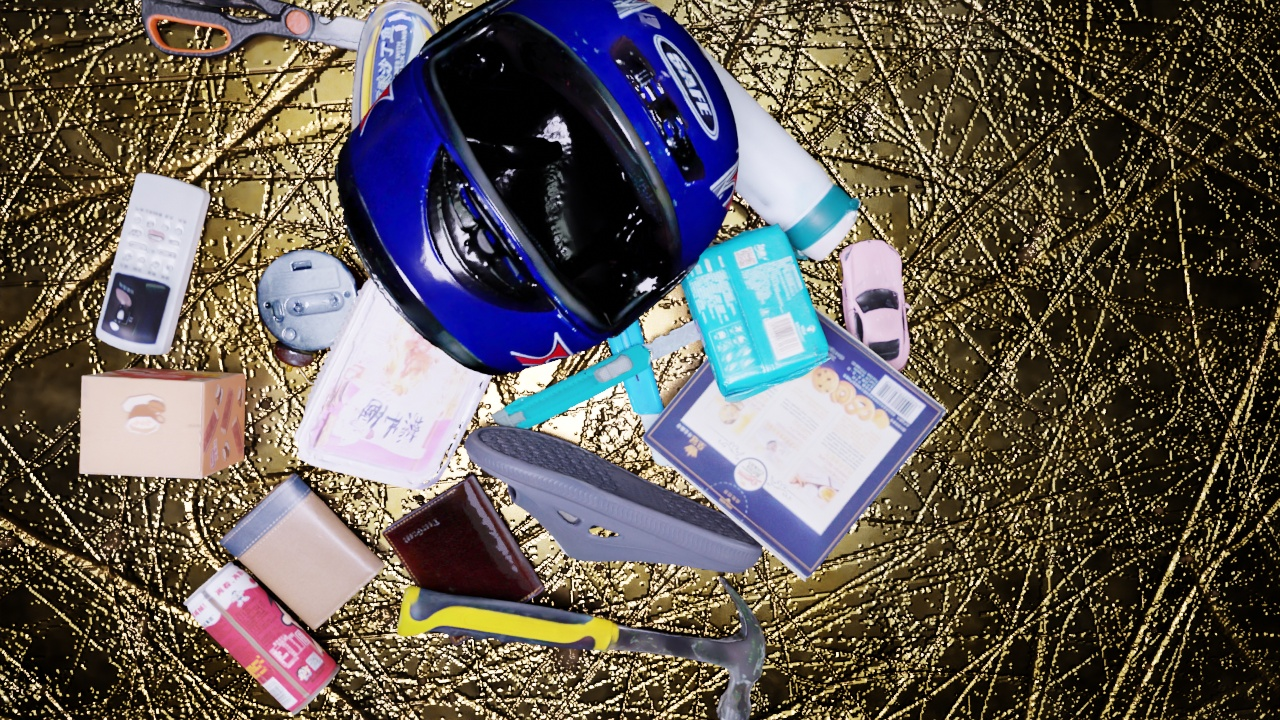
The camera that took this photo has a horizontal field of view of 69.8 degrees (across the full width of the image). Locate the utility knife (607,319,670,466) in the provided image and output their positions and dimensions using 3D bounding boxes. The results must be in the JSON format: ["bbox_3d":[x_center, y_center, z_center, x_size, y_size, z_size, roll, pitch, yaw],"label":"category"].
[{"bbox_3d":[-0.005,0.005,0.807,0.034,0.018,0.194,-19,97,-3],"label":"utility knife"}]

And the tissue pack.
[{"bbox_3d":[0.090,-0.041,0.746,0.093,0.050,0.133,-18,79,2],"label":"tissue pack"}]

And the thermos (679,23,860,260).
[{"bbox_3d":[0.090,-0.177,0.777,0.224,0.073,0.073,44,90,-6],"label":"thermos"}]

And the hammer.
[{"bbox_3d":[-0.044,0.234,0.799,0.323,0.032,0.126,12,91,-11],"label":"hammer"}]

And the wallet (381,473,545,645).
[{"bbox_3d":[-0.156,0.176,0.810,0.096,0.020,0.122,-32,93,-1],"label":"wallet"}]

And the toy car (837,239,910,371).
[{"bbox_3d":[0.207,-0.046,0.808,0.056,0.037,0.122,-8,94,-5],"label":"toy car"}]

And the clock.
[{"bbox_3d":[-0.269,-0.038,0.767,0.082,0.055,0.122,-8,96,-4],"label":"clock"}]

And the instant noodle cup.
[{"bbox_3d":[-0.198,0.009,0.751,0.138,0.060,0.173,24,95,-44],"label":"instant noodle cup"}]

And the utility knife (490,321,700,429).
[{"bbox_3d":[-0.028,0.010,0.793,0.223,0.013,0.029,-27,100,7],"label":"utility knife"}]

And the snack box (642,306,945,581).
[{"bbox_3d":[0.127,0.057,0.775,0.178,0.046,0.182,40,87,11],"label":"snack box"}]

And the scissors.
[{"bbox_3d":[-0.301,-0.271,0.771,0.235,0.021,0.143,31,100,-12],"label":"scissors"}]

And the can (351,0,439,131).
[{"bbox_3d":[-0.197,-0.217,0.756,0.074,0.049,0.148,6,98,-9],"label":"can"}]

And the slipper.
[{"bbox_3d":[-0.029,0.137,0.771,0.268,0.110,0.083,23,96,-9],"label":"slipper"}]

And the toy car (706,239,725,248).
[{"bbox_3d":[0.058,-0.086,0.796,0.090,0.035,0.042,9,96,-7],"label":"toy car"}]

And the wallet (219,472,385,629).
[{"bbox_3d":[-0.291,0.165,0.793,0.090,0.033,0.115,-43,97,3],"label":"wallet"}]

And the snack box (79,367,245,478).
[{"bbox_3d":[-0.384,0.048,0.746,0.093,0.094,0.077,3,93,-4],"label":"snack box"}]

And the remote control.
[{"bbox_3d":[-0.410,-0.080,0.772,0.058,0.021,0.150,15,92,-5],"label":"remote control"}]

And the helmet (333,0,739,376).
[{"bbox_3d":[-0.051,-0.137,0.641,0.240,0.315,0.247,-34,105,8],"label":"helmet"}]

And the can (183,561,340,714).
[{"bbox_3d":[-0.323,0.236,0.785,0.053,0.053,0.133,-42,96,0],"label":"can"}]
